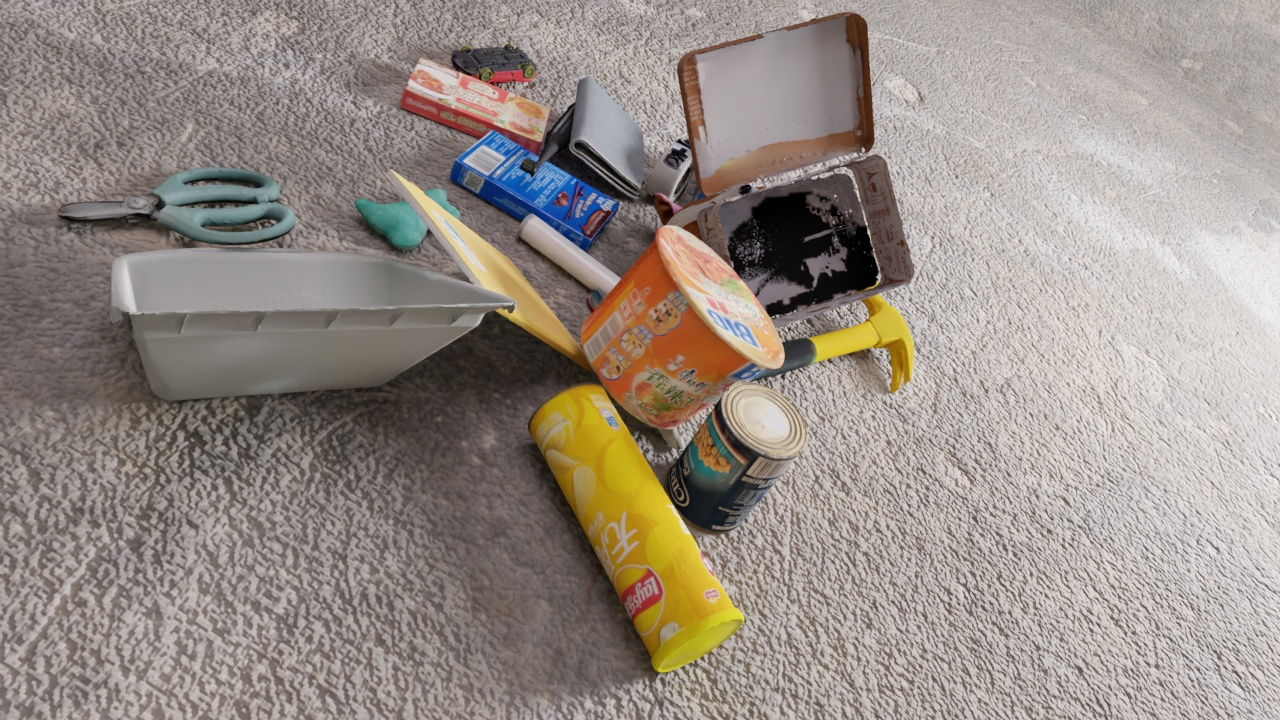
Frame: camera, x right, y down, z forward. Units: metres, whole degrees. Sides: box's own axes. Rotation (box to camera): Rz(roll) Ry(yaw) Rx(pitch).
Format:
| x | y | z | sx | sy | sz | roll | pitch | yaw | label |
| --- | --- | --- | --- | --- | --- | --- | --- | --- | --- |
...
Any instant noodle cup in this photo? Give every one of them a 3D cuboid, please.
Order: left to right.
| x | y | z | sx | sy | sz | roll | pitch | yaw | label |
| --- | --- | --- | --- | --- | --- | --- | --- | --- | --- |
| 0.029 | -0.021 | 0.768 | 0.151 | 0.112 | 0.151 | 39 | 24 | -22 | instant noodle cup |

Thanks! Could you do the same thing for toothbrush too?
| x | y | z | sx | sy | sz | roll | pitch | yaw | label |
| --- | --- | --- | --- | --- | --- | --- | --- | --- | --- |
| -0.091 | -0.237 | 0.985 | 0.027 | 0.026 | 0.212 | 27 | 32 | -5 | toothbrush |
| -0.025 | -0.069 | 0.885 | 0.221 | 0.026 | 0.026 | 36 | -3 | 7 | toothbrush |
| -0.005 | 0.005 | 0.832 | 0.016 | 0.017 | 0.187 | -8 | 53 | -34 | toothbrush |

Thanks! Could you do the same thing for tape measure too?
| x | y | z | sx | sy | sz | roll | pitch | yaw | label |
| --- | --- | --- | --- | --- | --- | --- | --- | --- | --- |
| 0.035 | -0.209 | 1.026 | 0.033 | 0.066 | 0.065 | 32 | 39 | 8 | tape measure |

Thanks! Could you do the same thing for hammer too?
| x | y | z | sx | sy | sz | roll | pitch | yaw | label |
| --- | --- | --- | --- | --- | --- | --- | --- | --- | --- |
| 0.167 | -0.008 | 0.921 | 0.300 | 0.033 | 0.128 | -13 | 67 | -35 | hammer |

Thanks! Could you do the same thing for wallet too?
| x | y | z | sx | sy | sz | roll | pitch | yaw | label |
| --- | --- | --- | --- | --- | --- | --- | --- | --- | --- |
| -0.036 | -0.246 | 1.032 | 0.106 | 0.037 | 0.129 | 38 | 35 | -31 | wallet |

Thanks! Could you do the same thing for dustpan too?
| x | y | z | sx | sy | sz | roll | pitch | yaw | label |
| --- | --- | --- | --- | --- | --- | --- | --- | --- | --- |
| -0.244 | -0.059 | 0.629 | 0.222 | 0.258 | 0.142 | -4 | 75 | -32 | dustpan |

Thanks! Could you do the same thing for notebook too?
| x | y | z | sx | sy | sz | roll | pitch | yaw | label |
| --- | --- | --- | --- | --- | --- | --- | --- | --- | --- |
| -0.114 | -0.066 | 0.746 | 0.146 | 0.010 | 0.206 | 50 | 4 | 20 | notebook |

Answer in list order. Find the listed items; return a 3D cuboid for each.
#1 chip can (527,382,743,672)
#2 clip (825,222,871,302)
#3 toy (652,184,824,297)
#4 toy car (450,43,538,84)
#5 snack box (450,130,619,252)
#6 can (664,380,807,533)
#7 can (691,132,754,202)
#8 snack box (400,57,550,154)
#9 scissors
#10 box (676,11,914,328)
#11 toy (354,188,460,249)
| x | y | z | sx | sy | sz | roll | pitch | yaw | label |
| --- | --- | --- | --- | --- | --- | --- | --- | --- | --- |
| -0.008 | 0.118 | 0.680 | 0.072 | 0.072 | 0.213 | -9 | 54 | -36 | chip can |
| 0.217 | -0.114 | 1.028 | 0.035 | 0.101 | 0.096 | -10 | 29 | -35 | clip |
| 0.112 | -0.125 | 0.955 | 0.199 | 0.131 | 0.140 | 5 | 44 | -13 | toy |
| -0.171 | -0.341 | 1.063 | 0.106 | 0.031 | 0.049 | -20 | 61 | -42 | toy car |
| -0.106 | -0.173 | 0.940 | 0.157 | 0.026 | 0.084 | 31 | 40 | 0 | snack box |
| 0.076 | 0.078 | 0.735 | 0.075 | 0.111 | 0.075 | 16 | 44 | -16 | can |
| 0.102 | -0.216 | 1.059 | 0.057 | 0.083 | 0.101 | 24 | 42 | -6 | can |
| -0.177 | -0.276 | 1.001 | 0.153 | 0.026 | 0.075 | 19 | 43 | -12 | snack box |
| -0.361 | -0.111 | 0.731 | 0.129 | 0.019 | 0.184 | 37 | 41 | 22 | scissors |
| 0.141 | -0.171 | 0.854 | 0.178 | 0.103 | 0.261 | -18 | 98 | -9 | box |
| -0.199 | -0.129 | 0.843 | 0.096 | 0.030 | 0.091 | 43 | 45 | 6 | toy |
